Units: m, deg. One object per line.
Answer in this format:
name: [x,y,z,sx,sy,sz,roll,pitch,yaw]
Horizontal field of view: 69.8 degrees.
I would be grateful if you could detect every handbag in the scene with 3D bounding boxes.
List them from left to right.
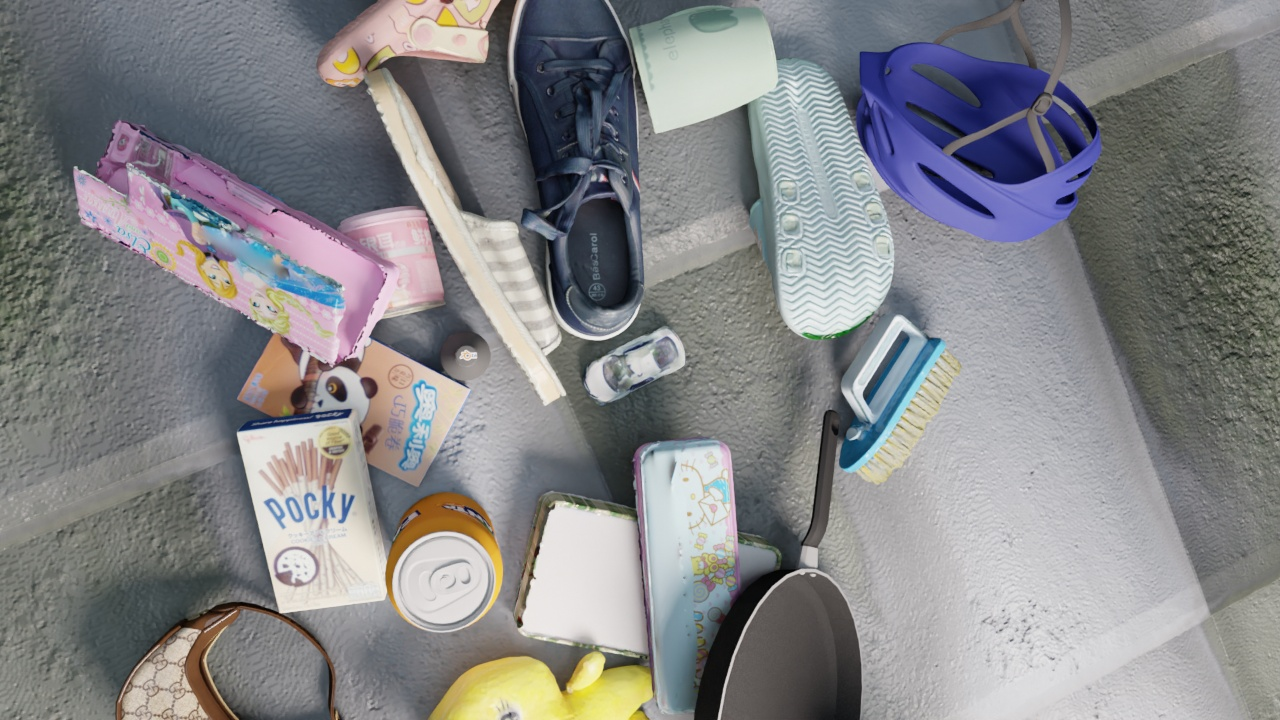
handbag: [-0.297,0.264,0.687,0.138,0.063,0.166,-37,98,-18]

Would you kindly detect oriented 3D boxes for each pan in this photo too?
pan: [0.123,0.213,0.733,0.225,0.034,0.356,23,71,-48]

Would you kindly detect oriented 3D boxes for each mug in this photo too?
mug: [0.049,-0.245,0.733,0.104,0.084,0.111,-15,52,5]

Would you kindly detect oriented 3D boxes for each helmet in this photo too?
helmet: [0.290,-0.202,0.718,0.241,0.228,0.147,17,56,-14]

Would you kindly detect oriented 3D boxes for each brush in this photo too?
brush: [0.207,0.034,0.785,0.075,0.055,0.135,34,84,-15]

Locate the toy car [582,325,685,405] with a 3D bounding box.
toy car: [-0.005,0.004,0.757,0.089,0.027,0.039,-27,98,-10]

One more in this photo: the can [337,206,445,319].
can: [-0.189,-0.073,0.698,0.067,0.067,0.076,-13,94,-11]

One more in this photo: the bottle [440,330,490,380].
bottle: [-0.132,-0.004,0.688,0.036,0.110,0.036,0,90,-12]

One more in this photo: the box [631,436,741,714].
box: [0.039,0.166,0.713,0.076,0.036,0.214,-5,94,-11]

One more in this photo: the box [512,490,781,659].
box: [0.005,0.183,0.751,0.205,0.050,0.117,13,91,-11]

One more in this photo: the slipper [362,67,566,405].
slipper: [-0.122,-0.092,0.684,0.054,0.114,0.272,-31,102,-12]

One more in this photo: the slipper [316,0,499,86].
slipper: [-0.152,-0.259,0.701,0.197,0.093,0.081,-39,118,-7]

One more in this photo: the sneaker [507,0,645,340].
sneaker: [-0.045,-0.163,0.699,0.120,0.127,0.294,-7,90,-13]

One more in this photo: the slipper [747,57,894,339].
slipper: [0.139,-0.134,0.765,0.104,0.074,0.245,-6,76,-12]

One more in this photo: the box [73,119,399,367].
box: [-0.292,-0.082,0.640,0.230,0.076,0.085,29,99,5]

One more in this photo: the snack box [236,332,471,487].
snack box: [-0.218,0.025,0.710,0.151,0.034,0.087,29,86,-10]

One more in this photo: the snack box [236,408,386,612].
snack box: [-0.243,0.114,0.689,0.082,0.026,0.150,-7,106,-3]

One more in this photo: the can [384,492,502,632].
can: [-0.143,0.145,0.671,0.079,0.142,0.079,0,90,-12]

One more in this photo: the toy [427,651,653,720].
toy: [-0.081,0.288,0.717,0.207,0.092,0.134,0,100,-21]
